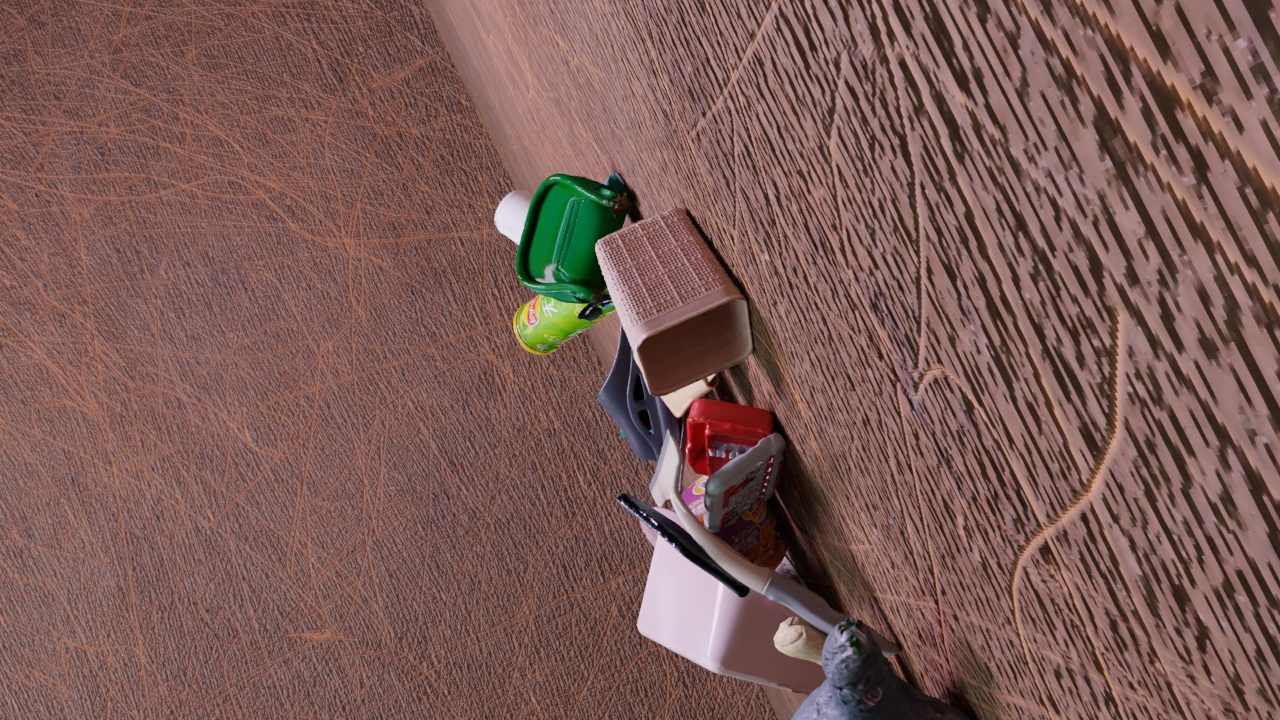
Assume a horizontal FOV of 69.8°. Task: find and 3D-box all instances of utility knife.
[{"bbox_3d":[-0.031,-0.183,1.012,0.029,0.013,0.161,61,172,-3],"label":"utility knife"}]

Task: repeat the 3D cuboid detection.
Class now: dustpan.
[{"bbox_3d":[0.115,0.257,0.974,0.273,0.138,0.223,22,169,-29],"label":"dustpan"}]

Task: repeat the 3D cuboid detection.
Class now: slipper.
[{"bbox_3d":[-0.006,0.006,0.953,0.110,0.083,0.268,-67,-31,-75],"label":"slipper"}]

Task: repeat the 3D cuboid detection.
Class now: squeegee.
[{"bbox_3d":[0.100,0.170,0.747,0.246,0.039,0.247,37,165,8],"label":"squeegee"}]

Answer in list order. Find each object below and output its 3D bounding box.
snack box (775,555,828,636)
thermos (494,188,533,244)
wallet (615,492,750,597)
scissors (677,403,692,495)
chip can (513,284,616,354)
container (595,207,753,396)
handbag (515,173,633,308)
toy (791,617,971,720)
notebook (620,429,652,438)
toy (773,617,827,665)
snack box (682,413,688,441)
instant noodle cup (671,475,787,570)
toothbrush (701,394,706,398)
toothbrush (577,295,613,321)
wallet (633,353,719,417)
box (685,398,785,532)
[{"bbox_3d":[0.180,0.306,1.128,0.178,0.045,0.182,67,173,-29],"label":"snack box"},{"bbox_3d":[-0.089,-0.141,1.167,0.224,0.073,0.073,37,162,27],"label":"thermos"},{"bbox_3d":[0.039,0.163,0.815,0.097,0.019,0.121,32,173,42],"label":"wallet"},{"bbox_3d":[0.046,0.046,0.914,0.172,0.012,0.128,-72,-20,-55],"label":"scissors"},{"bbox_3d":[-0.071,-0.072,1.081,0.222,0.072,0.072,-29,87,52],"label":"chip can"},{"bbox_3d":[0.023,-0.050,0.723,0.090,0.090,0.111,71,174,-58],"label":"container"},{"bbox_3d":[-0.065,-0.125,0.958,0.068,0.131,0.120,12,-177,-43],"label":"handbag"},{"bbox_3d":[0.180,0.297,0.661,0.138,0.091,0.356,-2,127,43],"label":"toy"},{"bbox_3d":[0.004,0.020,1.123,0.209,0.012,0.150,156,116,-76],"label":"notebook"},{"bbox_3d":[0.173,0.270,0.754,0.157,0.066,0.105,43,169,-3],"label":"toy"},{"bbox_3d":[0.039,0.061,1.161,0.091,0.082,0.080,-150,44,-80],"label":"snack box"},{"bbox_3d":[0.103,0.186,1.010,0.099,0.111,0.111,58,177,-19],"label":"instant noodle cup"},{"bbox_3d":[0.045,-0.003,1.125,0.189,0.016,0.014,59,170,29],"label":"toothbrush"},{"bbox_3d":[-0.008,-0.066,0.861,0.016,0.014,0.190,26,153,-26],"label":"toothbrush"},{"bbox_3d":[0.040,-0.006,0.835,0.087,0.024,0.115,61,141,19],"label":"wallet"},{"bbox_3d":[0.085,0.111,0.846,0.201,0.094,0.091,78,-156,-68],"label":"box"}]
